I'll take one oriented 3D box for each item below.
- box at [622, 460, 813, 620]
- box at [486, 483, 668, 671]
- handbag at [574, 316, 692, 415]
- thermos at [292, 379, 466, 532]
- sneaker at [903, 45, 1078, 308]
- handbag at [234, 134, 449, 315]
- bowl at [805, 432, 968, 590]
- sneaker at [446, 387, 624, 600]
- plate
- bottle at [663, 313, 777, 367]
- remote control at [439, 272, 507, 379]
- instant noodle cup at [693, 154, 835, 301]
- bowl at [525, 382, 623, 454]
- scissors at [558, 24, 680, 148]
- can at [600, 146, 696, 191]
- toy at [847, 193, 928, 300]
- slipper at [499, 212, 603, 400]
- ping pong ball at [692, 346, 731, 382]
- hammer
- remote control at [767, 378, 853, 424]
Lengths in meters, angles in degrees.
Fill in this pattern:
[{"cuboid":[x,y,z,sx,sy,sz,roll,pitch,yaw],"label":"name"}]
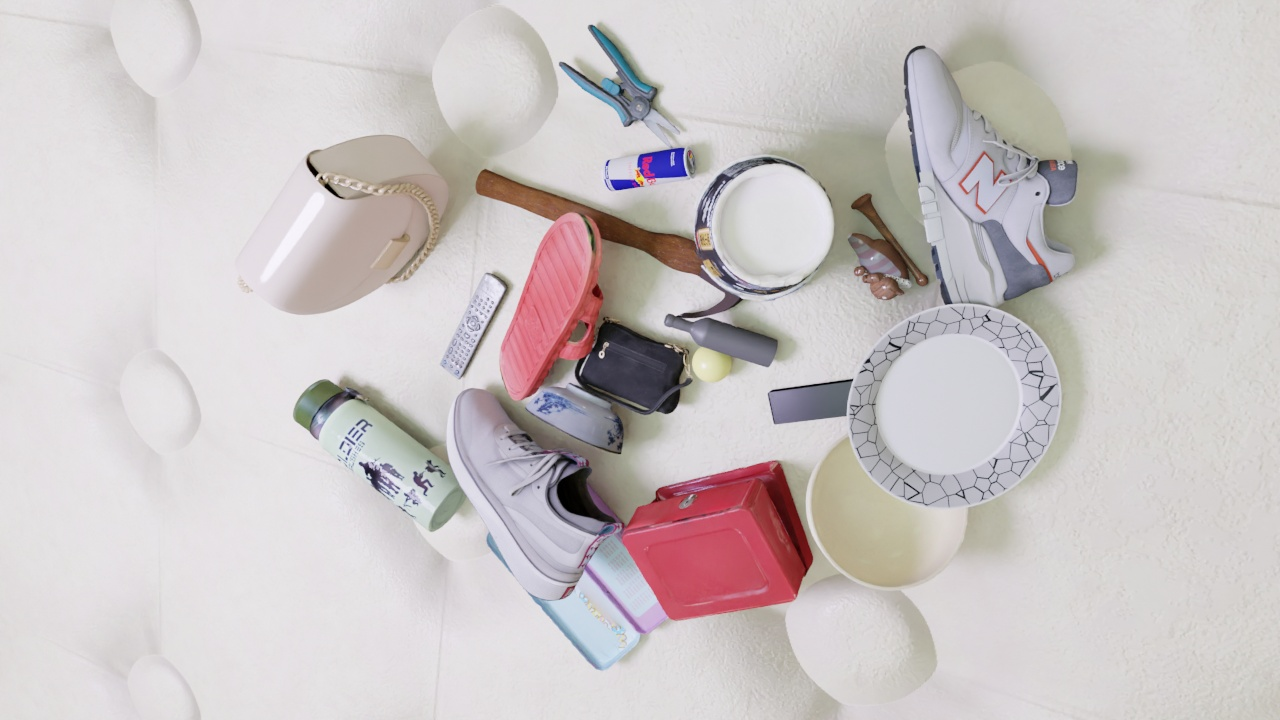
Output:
[{"cuboid":[0.080,0.191,0.942,0.158,0.110,0.134,-20,99,26],"label":"box"},{"cuboid":[-0.067,0.239,1.057,0.151,0.034,0.214,-44,83,18],"label":"box"},{"cuboid":[-0.006,0.006,0.965,0.128,0.054,0.079,21,106,20],"label":"handbag"},{"cuboid":[-0.316,0.107,1.112,0.231,0.082,0.082,35,113,13],"label":"thermos"},{"cuboid":[0.302,-0.157,0.780,0.124,0.088,0.240,-9,107,21],"label":"sneaker"},{"cuboid":[-0.312,-0.146,0.976,0.103,0.208,0.211,48,114,8],"label":"handbag"},{"cuboid":[0.223,0.138,0.870,0.150,0.075,0.150,1,81,-5],"label":"bowl"},{"cuboid":[-0.118,0.119,0.994,0.129,0.096,0.263,-43,64,21],"label":"sneaker"},{"cuboid":[0.276,0.041,0.817,0.188,0.016,0.189,0,104,-1],"label":"plate"},{"cuboid":[0.078,-0.024,0.909,0.113,0.030,0.030,18,110,-5],"label":"bottle"},{"cuboid":[-0.192,-0.039,1.056,0.033,0.013,0.137,37,114,11],"label":"remote control"},{"cuboid":[0.113,-0.121,0.827,0.137,0.112,0.137,0,97,3],"label":"instant noodle cup"},{"cuboid":[-0.062,0.055,0.978,0.114,0.114,0.045,26,90,16],"label":"bowl"},{"cuboid":[-0.022,-0.273,0.923,0.148,0.019,0.123,7,101,16],"label":"scissors"},{"cuboid":[0.008,-0.192,0.922,0.095,0.032,0.032,-4,101,24],"label":"can"},{"cuboid":[0.219,-0.098,0.848,0.055,0.041,0.102,-38,94,4],"label":"toy"},{"cuboid":[-0.084,-0.048,0.967,0.103,0.059,0.250,63,140,30],"label":"slipper"},{"cuboid":[0.073,0.003,0.935,0.040,0.040,0.040,6,104,22],"label":"ping pong ball"},{"cuboid":[-0.032,-0.136,0.955,0.323,0.033,0.115,23,109,18],"label":"hammer"},{"cuboid":[0.200,0.037,0.903,0.150,0.013,0.034,-9,98,26],"label":"remote control"}]
